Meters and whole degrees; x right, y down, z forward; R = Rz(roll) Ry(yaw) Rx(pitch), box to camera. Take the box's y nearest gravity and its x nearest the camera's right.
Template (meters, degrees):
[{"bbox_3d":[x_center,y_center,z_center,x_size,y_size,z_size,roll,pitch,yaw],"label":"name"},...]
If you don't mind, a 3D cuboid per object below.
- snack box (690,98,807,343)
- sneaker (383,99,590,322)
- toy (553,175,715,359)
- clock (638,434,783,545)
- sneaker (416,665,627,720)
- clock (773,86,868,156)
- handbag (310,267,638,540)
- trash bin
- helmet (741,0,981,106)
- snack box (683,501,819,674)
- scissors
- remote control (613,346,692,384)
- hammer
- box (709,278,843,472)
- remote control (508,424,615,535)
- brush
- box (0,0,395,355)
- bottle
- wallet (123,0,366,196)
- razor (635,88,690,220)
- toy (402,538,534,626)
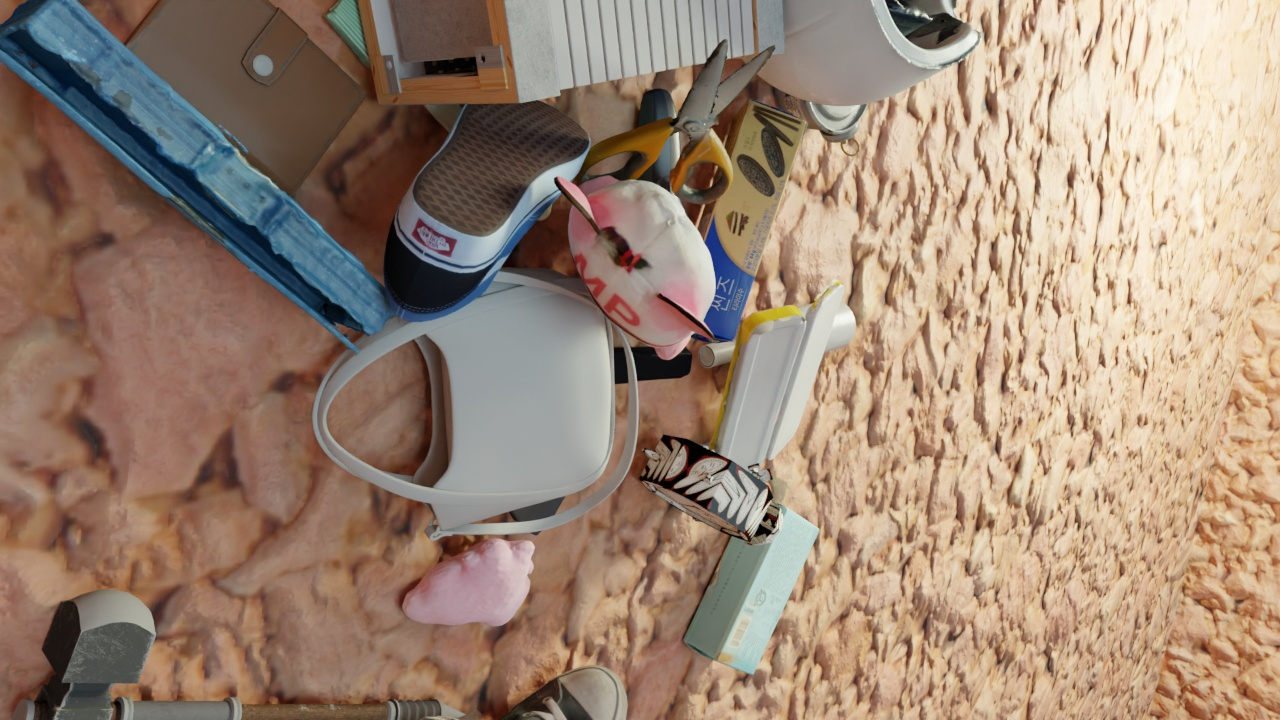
[{"bbox_3d":[0.083,-0.118,0.807,0.057,0.056,0.206,18,88,-7],"label":"snack box"},{"bbox_3d":[-0.107,-0.102,0.607,0.098,0.083,0.240,-55,-173,34],"label":"sneaker"},{"bbox_3d":[0.002,-0.072,0.645,0.084,0.213,0.142,-33,92,7],"label":"toy"},{"bbox_3d":[0.074,0.117,0.839,0.154,0.115,0.065,43,72,-44],"label":"clock"},{"bbox_3d":[-0.105,0.305,0.722,0.234,0.095,0.120,-24,139,-28],"label":"sneaker"},{"bbox_3d":[0.180,-0.257,0.875,0.103,0.056,0.148,-49,128,-22],"label":"clock"},{"bbox_3d":[-0.118,0.039,0.653,0.222,0.096,0.216,-10,104,-36],"label":"handbag"},{"bbox_3d":[-0.040,-0.256,0.593,0.246,0.143,0.142,-26,118,-41],"label":"trash bin"},{"bbox_3d":[0.141,-0.327,0.736,0.236,0.164,0.263,7,69,-46],"label":"helmet"},{"bbox_3d":[0.117,0.233,0.957,0.075,0.053,0.174,35,79,-43],"label":"snack box"},{"bbox_3d":[0.042,-0.158,0.646,0.161,0.226,0.016,9,73,-29],"label":"scissors"},{"bbox_3d":[-0.005,0.005,0.801,0.136,0.015,0.032,-3,103,-43],"label":"remote control"},{"bbox_3d":[-0.246,0.245,0.628,0.322,0.043,0.156,23,85,-47],"label":"hammer"},{"bbox_3d":[0.129,0.024,0.869,0.129,0.039,0.210,-25,141,-32],"label":"box"},{"bbox_3d":[-0.064,0.088,0.773,0.124,0.009,0.046,-52,131,-20],"label":"remote control"},{"bbox_3d":[-0.129,-0.168,0.639,0.217,0.012,0.033,43,71,-43],"label":"brush"},{"bbox_3d":[-0.238,-0.090,0.500,0.048,0.093,0.231,-58,134,-19],"label":"box"},{"bbox_3d":[0.132,-0.021,0.898,0.194,0.052,0.052,-14,111,-40],"label":"bottle"},{"bbox_3d":[-0.229,-0.167,0.541,0.121,0.013,0.087,43,72,-42],"label":"wallet"},{"bbox_3d":[0.017,-0.151,0.762,0.052,0.047,0.143,-11,105,-39],"label":"razor"},{"bbox_3d":[-0.123,0.170,0.706,0.102,0.050,0.093,13,119,-43],"label":"toy"}]
